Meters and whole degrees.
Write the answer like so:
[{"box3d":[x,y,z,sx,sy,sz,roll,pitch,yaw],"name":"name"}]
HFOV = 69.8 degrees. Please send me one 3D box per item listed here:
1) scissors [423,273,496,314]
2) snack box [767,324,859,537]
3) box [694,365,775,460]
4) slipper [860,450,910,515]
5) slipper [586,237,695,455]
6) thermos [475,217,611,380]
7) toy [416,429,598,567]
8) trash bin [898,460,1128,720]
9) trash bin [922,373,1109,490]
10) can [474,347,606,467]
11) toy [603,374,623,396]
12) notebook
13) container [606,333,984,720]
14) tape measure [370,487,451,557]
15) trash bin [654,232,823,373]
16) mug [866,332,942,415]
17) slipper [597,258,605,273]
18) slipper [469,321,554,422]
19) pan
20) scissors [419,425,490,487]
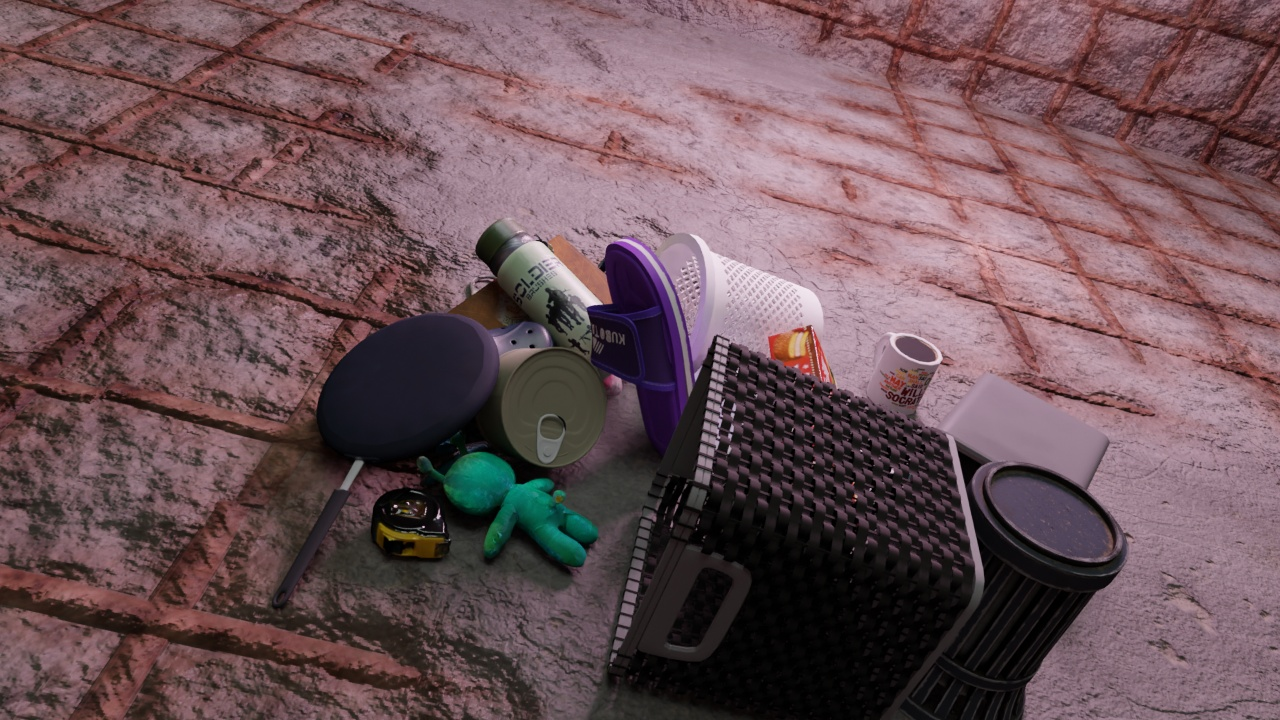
[{"box3d":[-0.221,-0.080,1.253,0.158,0.013,0.162,3,36,-16],"name":"scissors"},{"box3d":[0.203,0.078,1.074,0.060,0.113,0.235,-17,41,17],"name":"snack box"},{"box3d":[0.119,0.069,1.141,0.108,0.137,0.128,37,79,26],"name":"box"},{"box3d":[0.309,0.156,1.101,0.269,0.055,0.098,39,37,27],"name":"slipper"},{"box3d":[-0.006,0.006,1.014,0.083,0.267,0.107,-27,29,-27],"name":"slipper"},{"box3d":[-0.105,-0.080,1.120,0.231,0.083,0.082,46,42,15],"name":"thermos"},{"box3d":[-0.130,0.139,0.930,0.193,0.073,0.130,30,30,4],"name":"toy"},{"box3d":[0.331,0.220,0.859,0.164,0.228,0.164,11,34,-8],"name":"trash bin"},{"box3d":[0.471,0.128,1.170,0.192,0.098,0.219,32,36,23],"name":"trash bin"},{"box3d":[-0.109,0.049,0.997,0.127,0.128,0.073,-11,7,-34],"name":"can"},{"box3d":[-0.041,0.008,1.173,0.063,0.047,0.109,9,38,10],"name":"toy"},{"box3d":[-0.126,-0.040,1.147,0.178,0.014,0.248,42,57,12],"name":"notebook"},{"box3d":[0.136,0.166,0.847,0.243,0.248,0.245,19,34,-2],"name":"container"},{"box3d":[-0.223,0.156,0.887,0.072,0.042,0.071,0,40,-18],"name":"tape measure"},{"box3d":[0.121,-0.051,1.218,0.199,0.196,0.195,11,33,-26],"name":"trash bin"},{"box3d":[0.364,0.010,1.298,0.073,0.090,0.105,-1,37,-24],"name":"mug"},{"box3d":[-0.021,-0.108,1.317,0.101,0.083,0.262,25,35,9],"name":"slipper"},{"box3d":[-0.209,0.012,1.024,0.252,0.095,0.105,-15,56,-19],"name":"slipper"},{"box3d":[-0.265,0.080,0.900,0.199,0.021,0.355,4,50,23],"name":"pan"},{"box3d":[-0.204,0.098,0.997,0.156,0.019,0.124,5,31,-12],"name":"scissors"}]
